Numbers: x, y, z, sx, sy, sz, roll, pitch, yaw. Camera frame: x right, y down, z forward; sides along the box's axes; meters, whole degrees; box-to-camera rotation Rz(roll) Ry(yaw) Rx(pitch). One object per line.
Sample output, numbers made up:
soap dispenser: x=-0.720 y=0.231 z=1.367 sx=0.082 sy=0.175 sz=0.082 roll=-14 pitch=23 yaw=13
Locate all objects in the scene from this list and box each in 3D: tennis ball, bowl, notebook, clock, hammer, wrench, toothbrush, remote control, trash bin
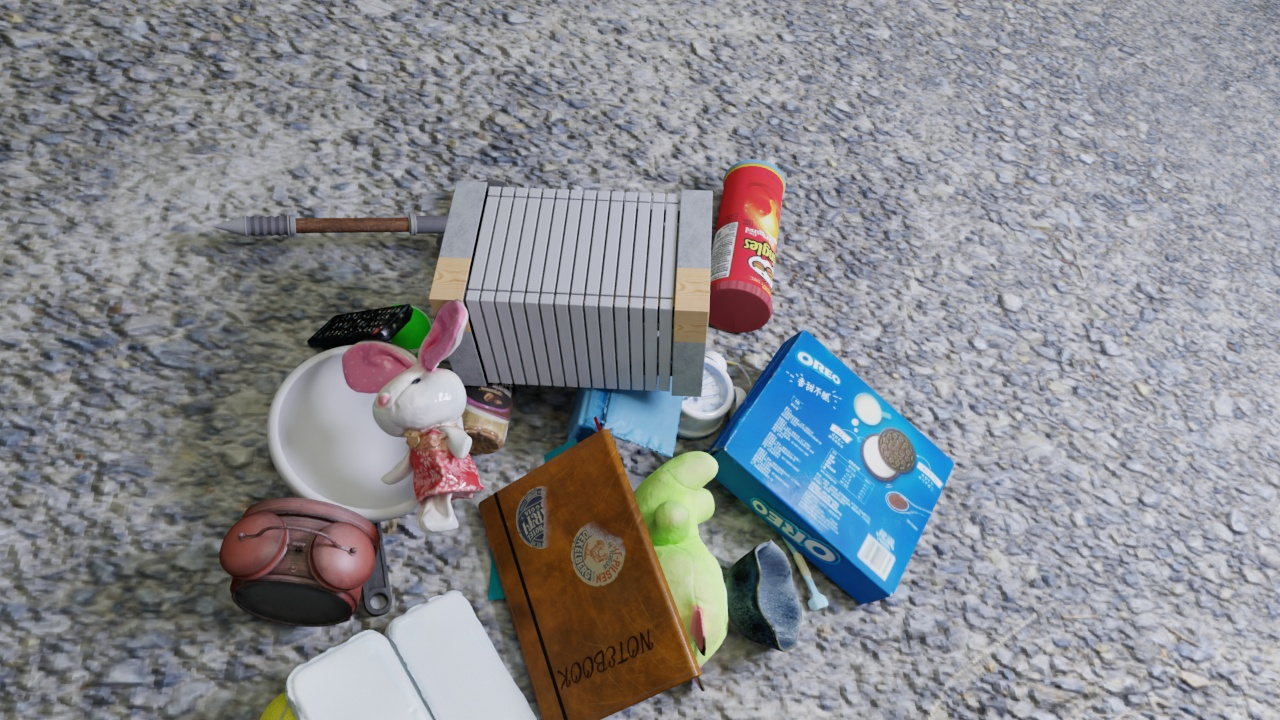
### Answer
tennis ball: x=-0.281 y=0.304 z=0.755 sx=0.065 sy=0.066 sz=0.065 roll=7 pitch=59 yaw=-13
bowl: x=-0.262 y=0.076 z=0.873 sx=0.176 sy=0.066 sz=0.176 roll=11 pitch=58 yaw=-19
notebook: x=-0.064 y=0.199 z=0.845 sx=0.014 sy=0.179 sz=0.249 roll=20 pitch=43 yaw=-57
clock: x=0.071 y=0.035 z=1.029 sx=0.125 sy=0.052 sz=0.089 roll=-20 pitch=67 yaw=-29
hammer: x=-0.287 y=-0.147 z=0.998 sx=0.321 sy=0.043 sz=0.156 roll=-4 pitch=39 yaw=-20
wrench: x=-0.272 y=0.114 z=0.899 sx=0.073 sy=0.018 sz=0.272 roll=-5 pitch=64 yaw=-22
toothbrush: x=0.159 y=0.193 z=0.983 sx=0.022 sy=0.016 sz=0.155 roll=-17 pitch=66 yaw=-14
tennis ball: x=-0.248 y=-0.026 z=0.958 sx=0.065 sy=0.066 sz=0.065 roll=7 pitch=59 yaw=-13
remote control: x=-0.280 y=-0.030 z=0.920 sx=0.047 sy=0.151 sz=0.022 roll=-52 pitch=122 yaw=-33
bowl: x=0.116 y=0.236 z=0.909 sx=0.055 sy=0.110 sz=0.110 roll=-19 pitch=58 yaw=23
clock: x=-0.287 y=0.169 z=0.778 sx=0.120 sy=0.158 sz=0.072 roll=10 pitch=52 yaw=-11
trash bin: x=-0.059 y=-0.068 z=0.895 sx=0.247 sy=0.143 sz=0.142 roll=3 pitch=57 yaw=3

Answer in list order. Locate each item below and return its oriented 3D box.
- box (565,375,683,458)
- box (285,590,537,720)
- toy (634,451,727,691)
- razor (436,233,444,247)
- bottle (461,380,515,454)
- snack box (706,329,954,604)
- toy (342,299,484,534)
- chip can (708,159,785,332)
box: x=-0.004 y=0.006 z=0.999 sx=0.111 sy=0.094 sz=0.231 roll=17 pitch=56 yaw=-9
box: x=-0.172 y=0.312 z=0.765 sx=0.190 sy=0.045 sz=0.209 roll=-17 pitch=69 yaw=-47
toy: x=0.033 y=0.196 z=0.873 sx=0.107 sy=0.150 sz=0.196 roll=4 pitch=57 yaw=5
razor: x=-0.192 y=-0.103 z=1.039 sx=0.088 sy=0.047 sz=0.116 roll=-31 pitch=65 yaw=-29
bottle: x=-0.159 y=0.014 z=0.965 sx=0.059 sy=0.060 sz=0.165 roll=13 pitch=57 yaw=-9
snack box: x=0.208 y=0.112 z=0.997 sx=0.239 sy=0.056 sz=0.195 roll=41 pitch=57 yaw=-3
toy: x=-0.192 y=0.056 z=0.813 sx=0.084 sy=0.159 sz=0.194 roll=1 pitch=75 yaw=-59
chip can: x=0.129 y=-0.143 z=1.130 sx=0.087 sy=0.087 sz=0.212 roll=17 pitch=56 yaw=-7
